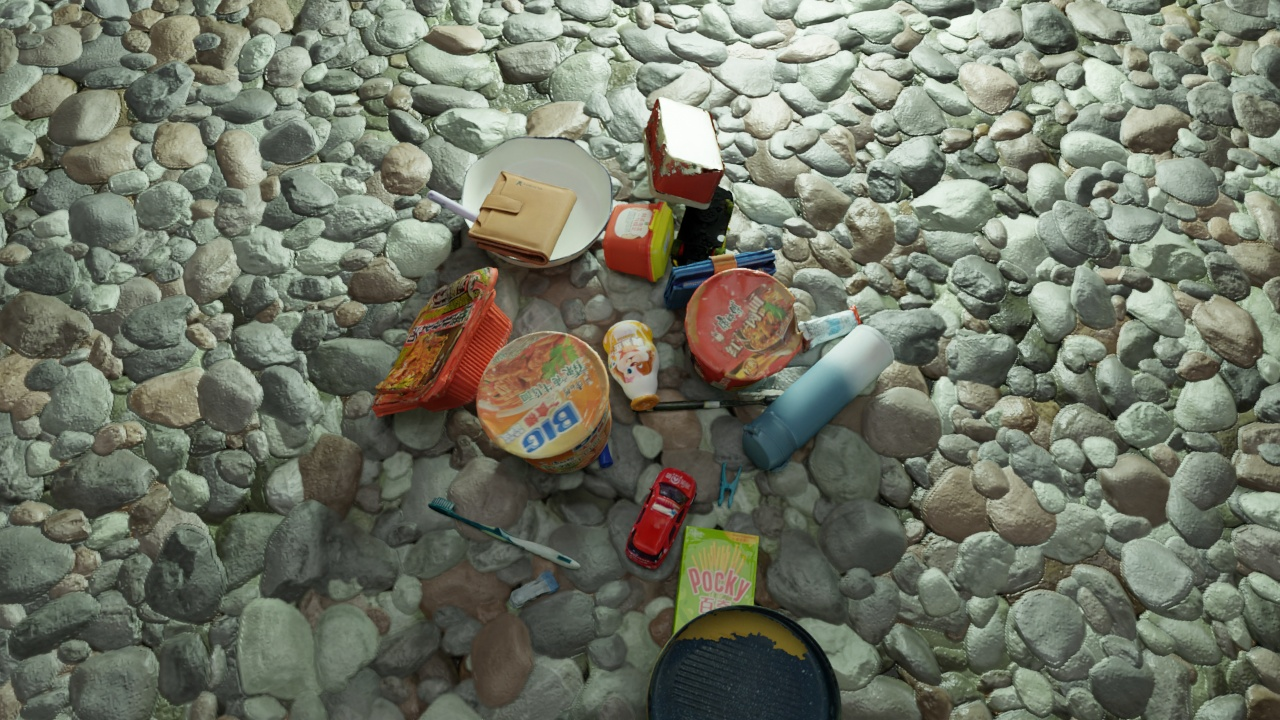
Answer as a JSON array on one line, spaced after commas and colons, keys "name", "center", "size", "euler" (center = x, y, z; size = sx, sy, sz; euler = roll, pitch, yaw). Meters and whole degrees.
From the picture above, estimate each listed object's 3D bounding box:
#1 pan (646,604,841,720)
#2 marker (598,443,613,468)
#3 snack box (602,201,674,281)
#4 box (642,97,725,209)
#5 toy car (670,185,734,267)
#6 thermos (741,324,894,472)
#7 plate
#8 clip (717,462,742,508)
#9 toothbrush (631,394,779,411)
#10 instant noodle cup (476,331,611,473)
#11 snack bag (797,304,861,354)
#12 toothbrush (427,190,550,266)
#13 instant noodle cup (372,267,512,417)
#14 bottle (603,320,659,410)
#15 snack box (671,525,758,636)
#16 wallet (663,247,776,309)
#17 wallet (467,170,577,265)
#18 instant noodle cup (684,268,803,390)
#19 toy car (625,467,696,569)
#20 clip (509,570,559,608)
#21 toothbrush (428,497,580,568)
[{"name": "pan", "center": [0.182, 0.370, 0.923], "size": [0.357, 0.078, 0.197], "euler": [16, 77, 2]}, {"name": "marker", "center": [-0.057, 0.061, 1.119], "size": [0.017, 0.017, 0.145], "euler": [-11, 64, -8]}, {"name": "snack box", "center": [-0.003, -0.159, 1.196], "size": [0.080, 0.082, 0.091], "euler": [9, 57, 11]}, {"name": "box", "center": [0.056, -0.287, 1.225], "size": [0.091, 0.079, 0.168], "euler": [11, 41, -16]}, {"name": "toy car", "center": [0.085, -0.173, 1.226], "size": [0.071, 0.041, 0.155], "euler": [13, 60, 4]}, {"name": "thermos", "center": [0.214, 0.046, 1.112], "size": [0.220, 0.070, 0.070], "euler": [-40, 71, -18]}, {"name": "plate", "center": [-0.137, -0.210, 1.235], "size": [0.205, 0.046, 0.204], "euler": [1, 63, -2]}, {"name": "clip", "center": [0.103, 0.147, 1.084], "size": [0.041, 0.014, 0.056], "euler": [14, 62, 5]}, {"name": "toothbrush", "center": [0.082, 0.052, 1.128], "size": [0.186, 0.017, 0.012], "euler": [-2, 66, -3]}, {"name": "instant noodle cup", "center": [-0.101, 0.057, 1.055], "size": [0.151, 0.111, 0.151], "euler": [-4, 66, 8]}, {"name": "snack bag", "center": [0.242, -0.042, 1.176], "size": [0.105, 0.026, 0.045], "euler": [-16, 74, -9]}, {"name": "toothbrush", "center": [-0.196, -0.175, 1.179], "size": [0.189, 0.021, 0.029], "euler": [29, 98, 12]}, {"name": "instant noodle cup", "center": [-0.226, -0.009, 1.081], "size": [0.079, 0.165, 0.188], "euler": [38, 61, -28]}, {"name": "bottle", "center": [-0.007, 0.007, 1.121], "size": [0.063, 0.063, 0.108], "euler": [-12, 63, -8]}, {"name": "snack box", "center": [0.082, 0.266, 1.017], "size": [0.086, 0.026, 0.156], "euler": [9, 63, 1]}, {"name": "wallet", "center": [0.098, -0.102, 1.156], "size": [0.133, 0.106, 0.040], "euler": [-12, 76, -8]}, {"name": "wallet", "center": [-0.148, -0.182, 1.162], "size": [0.108, 0.031, 0.131], "euler": [17, 49, 2]}, {"name": "instant noodle cup", "center": [0.115, -0.028, 1.109], "size": [0.138, 0.109, 0.137], "euler": [1, 74, -4]}, {"name": "toy car", "center": [0.025, 0.177, 1.049], "size": [0.053, 0.045, 0.120], "euler": [23, 63, 7]}, {"name": "clip", "center": [-0.119, 0.254, 1.018], "size": [0.056, 0.028, 0.024], "euler": [-22, 68, -23]}, {"name": "toothbrush", "center": [-0.155, 0.197, 1.048], "size": [0.192, 0.016, 0.018], "euler": [21, 54, 8]}]
